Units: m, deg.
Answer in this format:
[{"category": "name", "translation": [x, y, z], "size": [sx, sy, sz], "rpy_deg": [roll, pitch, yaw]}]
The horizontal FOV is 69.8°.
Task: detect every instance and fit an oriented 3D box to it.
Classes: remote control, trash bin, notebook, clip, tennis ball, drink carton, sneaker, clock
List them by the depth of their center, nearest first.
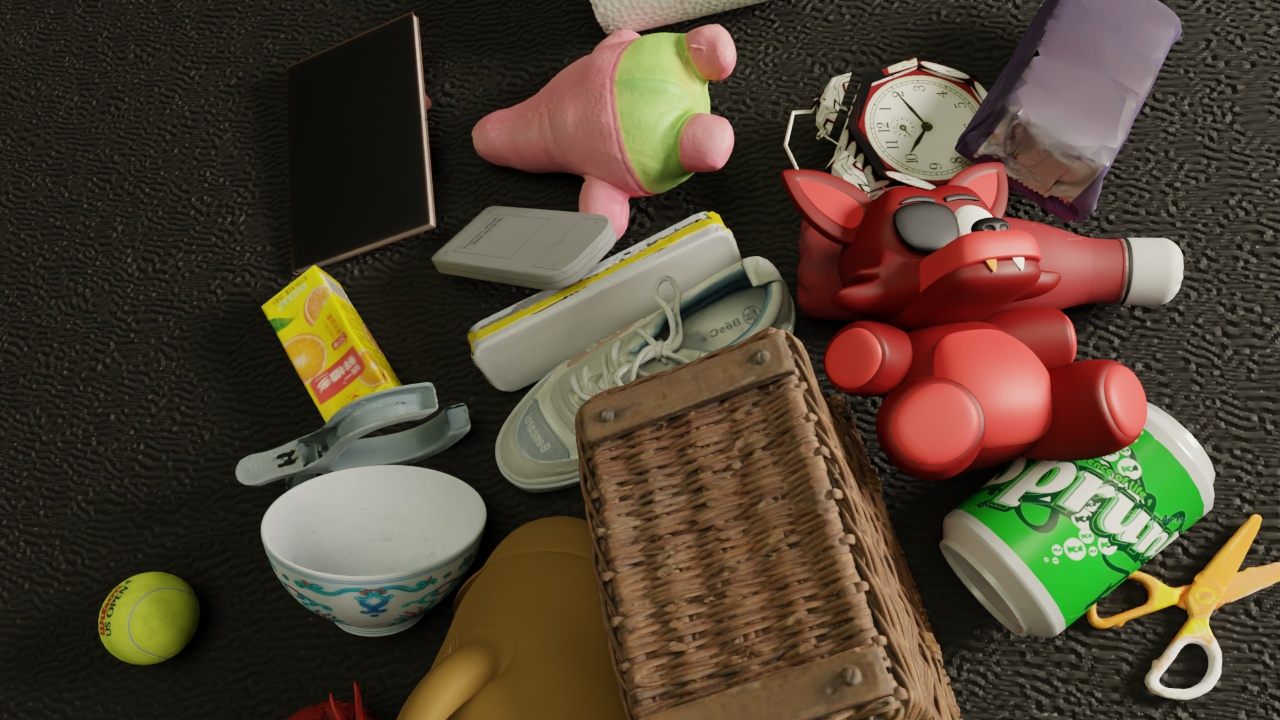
[{"category": "sneaker", "translation": [-0.004, 0.004, 0.636], "size": [0.242, 0.091, 0.089], "rpy_deg": [-32, 66, 1]}, {"category": "clock", "translation": [0.178, -0.151, 0.662], "size": [0.154, 0.065, 0.114], "rpy_deg": [-1, 68, -3]}, {"category": "tennis ball", "translation": [-0.356, 0.187, 0.666], "size": [0.065, 0.065, 0.065], "rpy_deg": [-5, 68, 12]}, {"category": "clip", "translation": [-0.200, 0.069, 0.690], "size": [0.167, 0.127, 0.028], "rpy_deg": [-22, 64, 14]}, {"category": "remote control", "translation": [-0.087, -0.085, 0.695], "size": [0.151, 0.019, 0.074], "rpy_deg": [12, 50, 40]}, {"category": "drink carton", "translation": [-0.242, -0.006, 0.726], "size": [0.058, 0.043, 0.134], "rpy_deg": [-38, 64, 0]}, {"category": "trash bin", "translation": [0.035, -0.340, 0.744], "size": [0.161, 0.133, 0.133], "rpy_deg": [-14, 66, 14]}, {"category": "notebook", "translation": [-0.247, -0.189, 0.795], "size": [0.142, 0.008, 0.209], "rpy_deg": [-15, 71, 19]}]

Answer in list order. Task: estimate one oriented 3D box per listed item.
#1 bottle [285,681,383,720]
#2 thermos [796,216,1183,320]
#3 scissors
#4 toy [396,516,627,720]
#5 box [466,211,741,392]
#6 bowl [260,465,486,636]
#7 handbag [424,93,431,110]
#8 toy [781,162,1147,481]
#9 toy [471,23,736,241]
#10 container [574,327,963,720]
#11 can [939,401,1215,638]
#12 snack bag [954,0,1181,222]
[{"category": "bottle", "translation": [-0.197, 0.262, 0.581], "size": [0.111, 0.099, 0.098], "rpy_deg": [2, 70, 10]}, {"category": "thermos", "translation": [0.227, -0.061, 0.613], "size": [0.240, 0.073, 0.073], "rpy_deg": [2, 70, 14]}, {"category": "scissors", "translation": [0.336, 0.147, 0.537], "size": [0.133, 0.012, 0.096], "rpy_deg": [-22, 66, 7]}, {"category": "toy", "translation": [-0.066, 0.190, 0.555], "size": [0.163, 0.198, 0.202], "rpy_deg": [-13, 46, 27]}, {"category": "box", "translation": [-0.026, -0.042, 0.675], "size": [0.209, 0.064, 0.033], "rpy_deg": [-26, 52, 3]}, {"category": "bowl", "translation": [-0.178, 0.137, 0.624], "size": [0.144, 0.143, 0.074], "rpy_deg": [11, 112, 18]}, {"category": "handbag", "translation": [-0.242, -0.201, 0.814], "size": [0.055, 0.029, 0.119], "rpy_deg": [40, 88, 26]}, {"category": "toy", "translation": [0.176, -0.030, 0.519], "size": [0.158, 0.121, 0.197], "rpy_deg": [-7, 70, -13]}, {"category": "toy", "translation": [-0.031, -0.184, 0.721], "size": [0.237, 0.096, 0.191], "rpy_deg": [-3, 70, 28]}, {"category": "container", "translation": [0.063, 0.117, 0.509], "size": [0.162, 0.183, 0.249], "rpy_deg": [-21, 60, 12]}, {"category": "can", "translation": [0.254, 0.091, 0.538], "size": [0.140, 0.088, 0.088], "rpy_deg": [-38, 65, -3]}, {"category": "snack bag", "translation": [0.299, -0.192, 0.623], "size": [0.096, 0.058, 0.205], "rpy_deg": [33, 65, 5]}]
